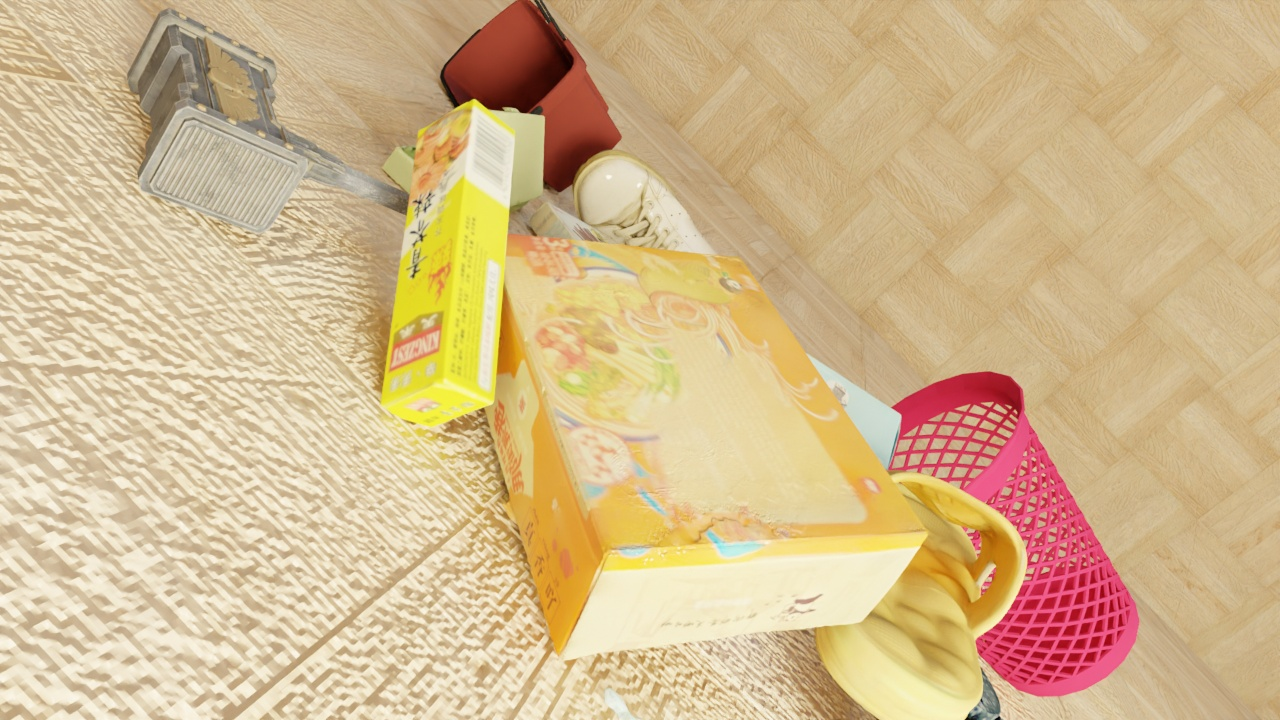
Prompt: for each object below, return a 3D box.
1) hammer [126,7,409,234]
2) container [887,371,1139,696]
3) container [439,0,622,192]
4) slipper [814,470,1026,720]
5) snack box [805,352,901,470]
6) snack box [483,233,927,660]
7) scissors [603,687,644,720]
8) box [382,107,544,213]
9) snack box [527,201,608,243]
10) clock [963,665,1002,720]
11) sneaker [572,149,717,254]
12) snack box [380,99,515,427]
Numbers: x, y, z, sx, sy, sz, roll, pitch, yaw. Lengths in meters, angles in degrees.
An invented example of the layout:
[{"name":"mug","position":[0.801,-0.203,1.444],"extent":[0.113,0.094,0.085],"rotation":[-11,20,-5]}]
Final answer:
[{"name":"hammer","position":[-0.096,-0.071,0.494],"extent":[0.321,0.044,0.098],"rotation":[21,28,-44]},{"name":"container","position":[0.292,0.154,0.760],"extent":[0.226,0.183,0.183],"rotation":[49,15,-13]},{"name":"container","position":[-0.115,-0.265,0.841],"extent":[0.201,0.127,0.148],"rotation":[40,13,-53]},{"name":"slipper","position":[0.159,0.107,0.513],"extent":[0.099,0.078,0.262],"rotation":[32,19,11]},{"name":"snack box","position":[0.110,0.030,0.700],"extent":[0.174,0.053,0.075],"rotation":[30,-23,-21]},{"name":"snack box","position":[0.008,0.033,0.418],"extent":[0.145,0.081,0.195],"rotation":[2,40,-27]},{"name":"scissors","position":[0.042,0.185,0.322],"extent":[0.171,0.023,0.168],"rotation":[52,22,16]},{"name":"box","position":[-0.112,-0.137,0.670],"extent":[0.078,0.089,0.187],"rotation":[63,11,-11]},{"name":"snack box","position":[-0.024,-0.059,0.735],"extent":[0.150,0.026,0.082],"rotation":[53,18,26]},{"name":"clock","position":[0.175,0.196,0.544],"extent":[0.090,0.052,0.129],"rotation":[23,26,-53]},{"name":"sneaker","position":[0.028,-0.078,0.822],"extent":[0.241,0.089,0.102],"rotation":[44,21,-26]},{"name":"snack box","position":[-0.083,-0.046,0.407],"extent":[0.029,0.040,0.147],"rotation":[31,50,-45]}]
